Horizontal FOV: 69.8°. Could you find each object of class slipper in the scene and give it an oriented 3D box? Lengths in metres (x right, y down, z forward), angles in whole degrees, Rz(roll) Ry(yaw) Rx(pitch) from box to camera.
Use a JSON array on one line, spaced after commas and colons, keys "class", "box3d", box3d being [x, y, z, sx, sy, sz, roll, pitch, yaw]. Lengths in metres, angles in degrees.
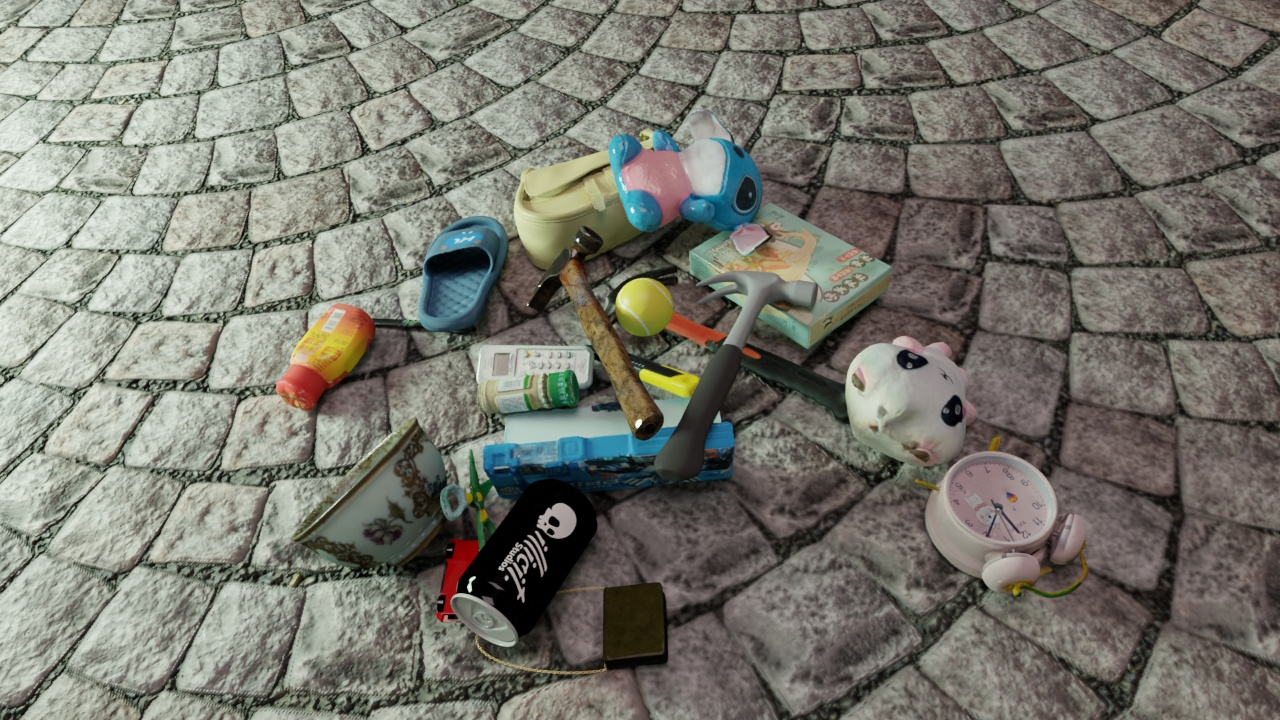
[{"class": "slipper", "box3d": [-0.226, -0.116, 1.133, 0.104, 0.059, 0.213, -2, 44, 8]}]

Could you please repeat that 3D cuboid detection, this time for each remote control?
[{"class": "remote control", "box3d": [-0.119, 0.008, 1.047, 0.133, 0.022, 0.050, 1, 71, 7]}]

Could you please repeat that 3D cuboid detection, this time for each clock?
[{"class": "clock", "box3d": [0.343, 0.155, 0.858, 0.116, 0.059, 0.158, -24, 53, -14]}]

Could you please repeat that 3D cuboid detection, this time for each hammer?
[{"class": "hammer", "box3d": [-0.046, -0.022, 0.979, 0.120, 0.033, 0.330, -51, 36, 18]}, {"class": "hammer", "box3d": [0.106, -0.012, 1.041, 0.333, 0.033, 0.132, 27, 57, 24]}, {"class": "hammer", "box3d": [0.081, 0.005, 0.924, 0.125, 0.030, 0.309, 11, 44, 20]}]

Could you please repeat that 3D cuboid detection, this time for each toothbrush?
[{"class": "toothbrush", "box3d": [-0.290, -0.047, 1.118, 0.188, 0.017, 0.014, 4, 42, 11]}]

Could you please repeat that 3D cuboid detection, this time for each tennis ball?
[{"class": "tennis ball", "box3d": [0.004, -0.059, 1.025, 0.065, 0.065, 0.065, -3, 50, 3]}]

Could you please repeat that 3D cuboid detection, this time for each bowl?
[{"class": "bowl", "box3d": [-0.245, 0.144, 0.892, 0.094, 0.160, 0.159, 47, 60, -11]}]

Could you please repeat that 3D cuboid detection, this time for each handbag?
[{"class": "handbag", "box3d": [-0.057, -0.224, 1.195, 0.232, 0.089, 0.190, -19, 48, -10]}, {"class": "handbag", "box3d": [-0.064, 0.251, 0.849, 0.178, 0.027, 0.084, -7, 48, 7]}]

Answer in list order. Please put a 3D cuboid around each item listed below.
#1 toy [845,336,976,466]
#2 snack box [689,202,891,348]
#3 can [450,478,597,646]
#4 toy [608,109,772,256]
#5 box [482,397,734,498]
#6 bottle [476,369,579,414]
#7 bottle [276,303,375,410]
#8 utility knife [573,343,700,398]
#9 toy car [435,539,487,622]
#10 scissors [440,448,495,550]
[{"class": "toy", "box3d": [0.285, 0.035, 0.942, 0.179, 0.102, 0.139, -31, 79, -40]}, {"class": "snack box", "box3d": [0.174, -0.106, 1.088, 0.141, 0.044, 0.193, -34, 50, -25]}, {"class": "can", "box3d": [-0.106, 0.185, 0.856, 0.080, 0.080, 0.145, 19, 49, 20]}, {"class": "toy", "box3d": [0.063, -0.203, 1.099, 0.191, 0.099, 0.223, -6, 60, -20]}, {"class": "box", "box3d": [-0.031, 0.073, 0.947, 0.243, 0.114, 0.113, -5, 63, 1]}, {"class": "bottle", "box3d": [-0.124, 0.036, 1.009, 0.110, 0.043, 0.042, -7, 50, 10]}, {"class": "bottle", "box3d": [-0.368, -0.004, 1.069, 0.071, 0.048, 0.133, 15, 54, 18]}, {"class": "utility knife", "box3d": [-0.006, 0.006, 1.031, 0.174, 0.020, 0.028, 19, 35, 33]}, {"class": "toy car", "box3d": [-0.171, 0.211, 0.887, 0.038, 0.025, 0.089, 1, 52, 2]}, {"class": "scissors", "box3d": [-0.169, 0.132, 0.906, 0.012, 0.112, 0.130, -29, 49, 13]}]
